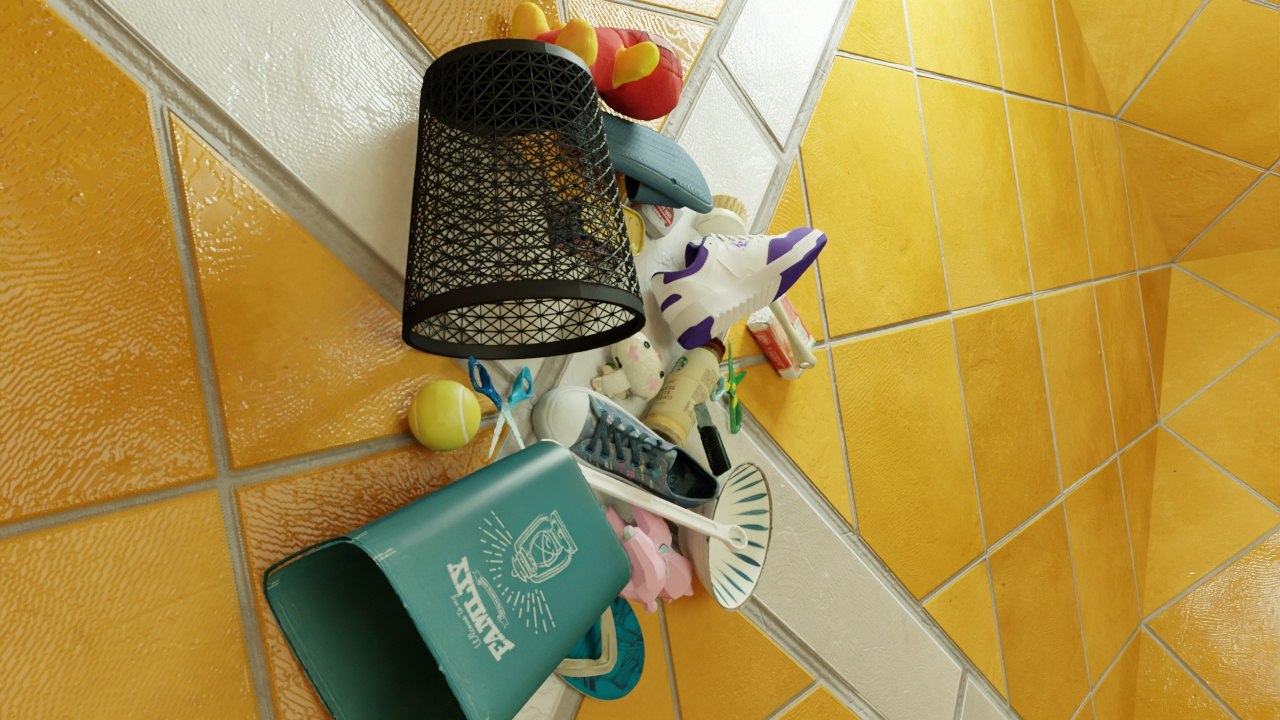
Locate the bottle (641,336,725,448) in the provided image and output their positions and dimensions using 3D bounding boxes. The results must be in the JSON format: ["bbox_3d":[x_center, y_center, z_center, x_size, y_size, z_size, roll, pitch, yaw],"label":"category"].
[{"bbox_3d":[0.056,0.036,1.112,0.056,0.057,0.161,53,49,-29],"label":"bottle"}]

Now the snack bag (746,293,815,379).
[{"bbox_3d":[0.200,-0.038,1.296,0.116,0.036,0.076,52,51,-30],"label":"snack bag"}]

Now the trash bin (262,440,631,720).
[{"bbox_3d":[-0.144,0.188,0.756,0.218,0.200,0.196,-32,95,-48],"label":"trash bin"}]

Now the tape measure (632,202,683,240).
[{"bbox_3d":[0.018,-0.185,1.128,0.060,0.020,0.062,52,49,-23],"label":"tape measure"}]

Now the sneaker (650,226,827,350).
[{"bbox_3d":[0.115,-0.116,1.140,0.243,0.092,0.111,-32,75,-22],"label":"sneaker"}]

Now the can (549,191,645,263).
[{"bbox_3d":[-0.049,-0.146,1.020,0.099,0.059,0.054,19,70,-45],"label":"can"}]

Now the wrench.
[{"bbox_3d":[0.002,0.147,0.969,0.273,0.009,0.047,26,44,-21],"label":"wrench"}]

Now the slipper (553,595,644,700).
[{"bbox_3d":[-0.076,0.263,0.935,0.295,0.060,0.118,38,55,-38],"label":"slipper"}]

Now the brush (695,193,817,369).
[{"bbox_3d":[0.161,-0.101,1.219,0.077,0.062,0.272,-41,105,-29],"label":"brush"}]

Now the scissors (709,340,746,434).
[{"bbox_3d":[0.116,0.036,1.196,0.131,0.011,0.125,-14,102,-63],"label":"scissors"}]

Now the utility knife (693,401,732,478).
[{"bbox_3d":[0.092,0.112,1.114,0.203,0.029,0.020,69,35,-47],"label":"utility knife"}]

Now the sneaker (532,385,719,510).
[{"bbox_3d":[-0.007,0.095,0.999,0.235,0.079,0.087,33,64,-28],"label":"sneaker"}]

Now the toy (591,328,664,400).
[{"bbox_3d":[-0.006,0.006,1.058,0.112,0.050,0.087,-47,118,-47],"label":"toy"}]

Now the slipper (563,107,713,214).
[{"bbox_3d":[-0.002,-0.233,1.082,0.213,0.059,0.103,21,47,-30],"label":"slipper"}]

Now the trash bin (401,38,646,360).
[{"bbox_3d":[-0.114,-0.144,0.850,0.216,0.218,0.243,8,72,-47],"label":"trash bin"}]

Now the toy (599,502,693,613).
[{"bbox_3d":[0.008,0.223,1.011,0.157,0.067,0.123,59,19,-25],"label":"toy"}]

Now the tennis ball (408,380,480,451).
[{"bbox_3d":[-0.180,0.051,0.843,0.065,0.065,0.065,9,78,-47],"label":"tennis ball"}]

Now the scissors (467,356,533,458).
[{"bbox_3d":[-0.137,0.043,0.906,0.133,0.014,0.127,57,34,-40],"label":"scissors"}]

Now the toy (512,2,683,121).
[{"bbox_3d":[-0.037,-0.327,1.016,0.215,0.147,0.099,-3,126,-49],"label":"toy"}]

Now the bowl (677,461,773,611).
[{"bbox_3d":[0.093,0.207,1.107,0.177,0.071,0.177,-9,101,-58],"label":"bowl"}]
